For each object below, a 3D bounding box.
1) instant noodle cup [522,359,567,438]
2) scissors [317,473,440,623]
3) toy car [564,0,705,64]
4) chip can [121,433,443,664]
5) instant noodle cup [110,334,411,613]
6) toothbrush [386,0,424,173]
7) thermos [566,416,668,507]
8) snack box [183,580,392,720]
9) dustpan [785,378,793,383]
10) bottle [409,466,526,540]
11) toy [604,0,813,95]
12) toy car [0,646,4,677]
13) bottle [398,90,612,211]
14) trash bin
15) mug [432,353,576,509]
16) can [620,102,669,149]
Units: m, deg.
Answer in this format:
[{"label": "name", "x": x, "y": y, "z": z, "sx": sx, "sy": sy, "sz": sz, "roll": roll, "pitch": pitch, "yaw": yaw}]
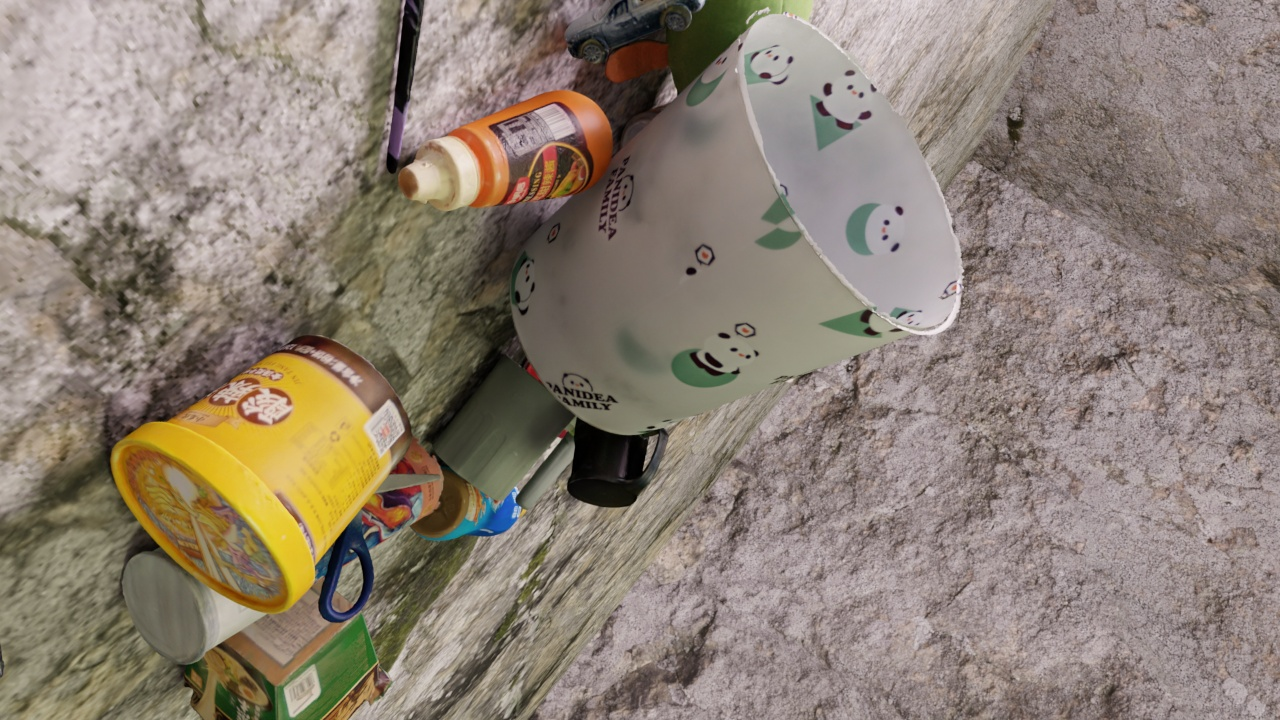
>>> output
[{"label": "instant noodle cup", "x": -0.051, "y": 0.013, "z": 0.940, "sx": 0.193, "sy": 0.066, "sz": 0.194, "roll": -50, "pitch": 165, "yaw": -19}, {"label": "scissors", "x": -0.196, "y": 0.090, "z": 0.601, "sx": 0.012, "sy": 0.162, "sz": 0.175, "roll": -30, "pitch": 151, "yaw": 30}, {"label": "toy car", "x": -0.005, "y": -0.213, "z": 0.563, "sx": 0.042, "sy": 0.091, "sz": 0.034, "roll": -94, "pitch": 160, "yaw": -51}, {"label": "chip can", "x": -0.226, "y": 0.116, "z": 0.618, "sx": 0.214, "sy": 0.071, "sz": 0.071, "roll": -30, "pitch": 152, "yaw": -59}, {"label": "instant noodle cup", "x": -0.196, "y": 0.055, "z": 0.500, "sx": 0.114, "sy": 0.118, "sz": 0.119, "roll": -50, "pitch": 167, "yaw": -42}, {"label": "toothbrush", "x": -0.112, "y": -0.169, "z": 0.444, "sx": 0.016, "sy": 0.014, "sz": 0.189, "roll": -29, "pitch": 152, "yaw": -43}, {"label": "thermos", "x": -0.005, "y": 0.005, "z": 0.803, "sx": 0.068, "sy": 0.090, "sz": 0.242, "roll": 41, "pitch": 46, "yaw": -44}, {"label": "snack box", "x": -0.258, "y": 0.215, "z": 0.666, "sx": 0.118, "sy": 0.117, "sz": 0.106, "roll": -43, "pitch": 157, "yaw": -45}, {"label": "dustpan", "x": 0.124, "y": -0.103, "z": 0.956, "sx": 0.223, "sy": 0.273, "sz": 0.138, "roll": -60, "pitch": -171, "yaw": 12}, {"label": "bottle", "x": -0.158, "y": 0.141, "z": 0.896, "sx": 0.065, "sy": 0.065, "sz": 0.218, "roll": -54, "pitch": 166, "yaw": -2}, {"label": "toy", "x": 0.069, "y": -0.255, "z": 0.646, "sx": 0.226, "sy": 0.090, "sz": 0.247, "roll": -28, "pitch": 158, "yaw": -14}, {"label": "toy car", "x": -0.307, "y": 0.109, "z": 0.385, "sx": 0.045, "sy": 0.053, "sz": 0.121, "roll": -17, "pitch": 153, "yaw": -25}, {"label": "bottle", "x": -0.082, "y": -0.122, "z": 0.555, "sx": 0.149, "sy": 0.067, "sz": 0.067, "roll": -29, "pitch": 152, "yaw": -44}, {"label": "trash bin", "x": 0.055, "y": -0.073, "z": 0.650, "sx": 0.253, "sy": 0.229, "sz": 0.228, "roll": -30, "pitch": -177, "yaw": 39}, {"label": "mug", "x": -0.107, "y": 0.070, "z": 0.813, "sx": 0.103, "sy": 0.084, "sz": 0.124, "roll": -50, "pitch": 130, "yaw": -5}, {"label": "can", "x": 0.037, "y": -0.188, "z": 0.767, "sx": 0.116, "sy": 0.058, "sz": 0.059, "roll": -37, "pitch": 158, "yaw": -49}]
